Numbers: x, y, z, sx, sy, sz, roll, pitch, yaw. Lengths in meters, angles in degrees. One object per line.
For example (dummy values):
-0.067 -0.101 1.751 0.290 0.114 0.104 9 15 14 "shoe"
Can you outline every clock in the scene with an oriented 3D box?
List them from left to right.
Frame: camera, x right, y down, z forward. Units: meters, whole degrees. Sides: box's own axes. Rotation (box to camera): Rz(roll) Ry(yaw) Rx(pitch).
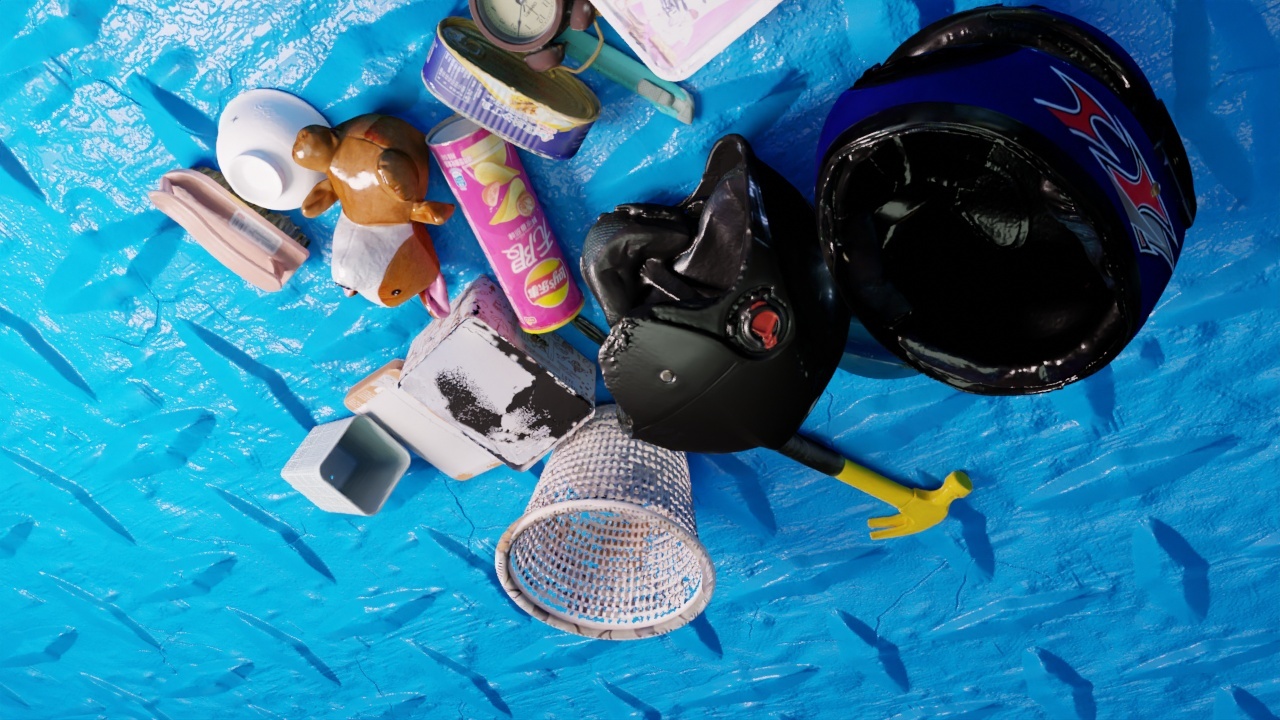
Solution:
-0.083 -0.280 0.727 0.122 0.055 0.082 39 118 -15 "clock"

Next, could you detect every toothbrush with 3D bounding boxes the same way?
-0.006 0.006 0.989 0.181 0.018 0.016 37 127 -20 "toothbrush"

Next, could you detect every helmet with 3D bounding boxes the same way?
0.070 -0.046 0.793 0.230 0.233 0.275 20 115 -20 "helmet"
0.263 -0.139 0.682 0.248 0.239 0.315 -5 142 37 "helmet"

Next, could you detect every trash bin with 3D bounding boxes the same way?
-0.029 0.163 1.005 0.227 0.191 0.228 3 130 4 "trash bin"

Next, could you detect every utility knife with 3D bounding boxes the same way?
-0.016 -0.246 0.781 0.151 0.013 0.029 26 125 -13 "utility knife"

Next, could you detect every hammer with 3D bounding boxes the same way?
0.222 0.121 1.046 0.300 0.032 0.129 26 127 -15 "hammer"

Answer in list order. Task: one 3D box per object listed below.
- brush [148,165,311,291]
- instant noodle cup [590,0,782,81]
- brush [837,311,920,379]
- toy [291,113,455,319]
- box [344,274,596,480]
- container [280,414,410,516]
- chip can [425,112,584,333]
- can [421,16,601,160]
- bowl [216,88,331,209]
-0.397 -0.130 0.888 0.145 0.072 0.063 40 124 -22 "brush"
0.020 -0.317 0.688 0.138 0.060 0.173 -32 120 29 "instant noodle cup"
0.224 -0.015 0.905 0.144 0.073 0.055 11 135 -3 "brush"
-0.242 -0.122 0.848 0.140 0.130 0.200 22 141 12 "toy"
-0.192 0.047 1.004 0.261 0.105 0.178 -38 117 25 "box"
-0.346 0.123 1.066 0.112 0.090 0.090 -8 133 43 "container"
-0.121 -0.128 0.855 0.071 0.071 0.211 -12 127 16 "chip can"
-0.108 -0.227 0.770 0.148 0.074 0.049 27 131 -14 "can"
-0.341 -0.180 0.843 0.118 0.064 0.118 3 130 4 "bowl"
